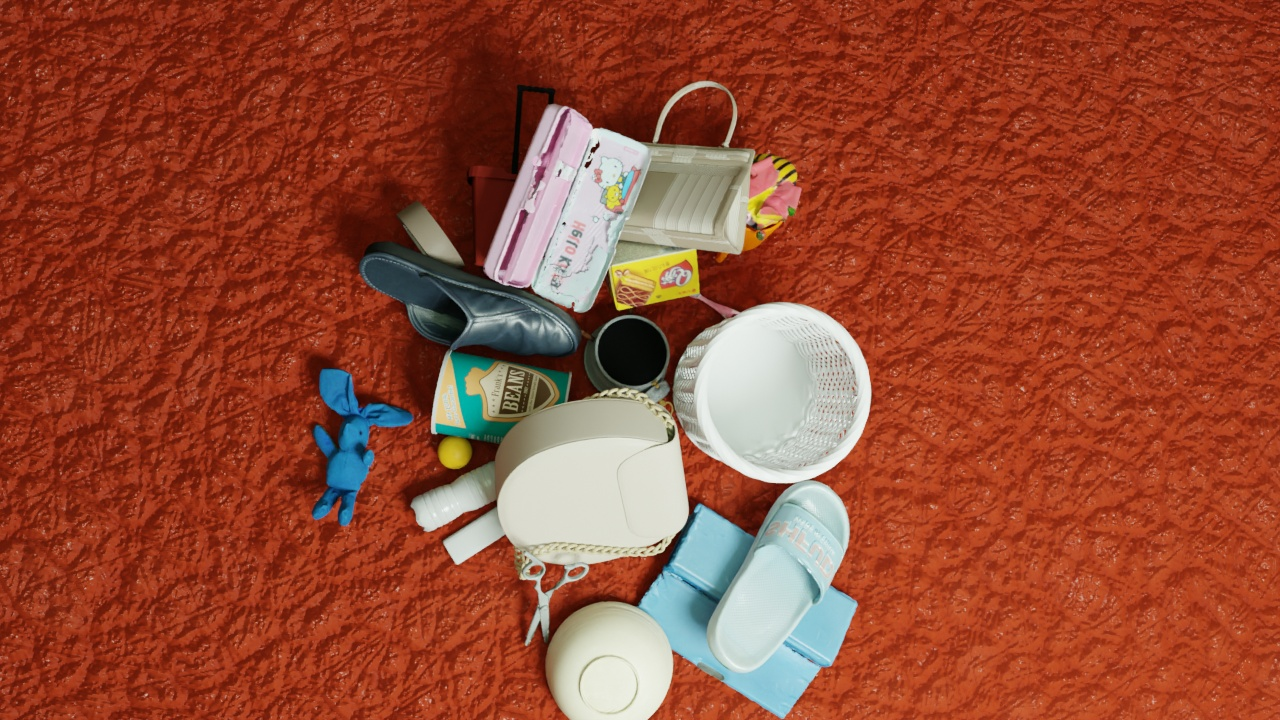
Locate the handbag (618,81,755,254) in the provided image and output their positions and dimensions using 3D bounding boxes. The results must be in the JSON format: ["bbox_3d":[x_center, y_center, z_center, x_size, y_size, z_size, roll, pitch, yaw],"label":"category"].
[{"bbox_3d":[0.050,-0.231,1.054,0.176,0.062,0.197,11,80,29],"label":"handbag"}]

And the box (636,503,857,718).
[{"bbox_3d":[0.125,0.302,1.093,0.231,0.060,0.175,32,82,-3],"label":"box"}]

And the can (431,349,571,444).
[{"bbox_3d":[-0.160,0.049,1.064,0.144,0.099,0.099,11,82,-5],"label":"can"}]

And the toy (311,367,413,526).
[{"bbox_3d":[-0.328,0.104,1.057,0.112,0.071,0.176,9,72,-8],"label":"toy"}]

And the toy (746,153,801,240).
[{"bbox_3d":[0.143,-0.193,1.057,0.084,0.046,0.103,21,79,18],"label":"toy"}]

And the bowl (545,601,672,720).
[{"bbox_3d":[-0.035,0.359,1.047,0.151,0.075,0.150,0,90,-3],"label":"bowl"}]

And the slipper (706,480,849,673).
[{"bbox_3d":[0.167,0.248,1.053,0.104,0.074,0.244,39,67,-1],"label":"slipper"}]

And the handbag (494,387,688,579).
[{"bbox_3d":[-0.054,0.142,1.012,0.208,0.211,0.103,-12,43,-2],"label":"handbag"}]

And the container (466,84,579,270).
[{"bbox_3d":[-0.131,-0.207,1.083,0.148,0.127,0.201,4,93,-7],"label":"container"}]

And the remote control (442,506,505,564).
[{"bbox_3d":[-0.171,0.194,1.091,0.130,0.012,0.033,-32,88,-9],"label":"remote control"}]

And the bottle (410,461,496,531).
[{"bbox_3d":[-0.199,0.154,1.076,0.136,0.044,0.044,-25,87,-9],"label":"bottle"}]

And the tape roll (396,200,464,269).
[{"bbox_3d":[-0.247,-0.141,1.079,0.030,0.094,0.093,-37,89,-9],"label":"tape roll"}]

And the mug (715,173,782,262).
[{"bbox_3d":[0.124,-0.168,1.123,0.077,0.096,0.112,30,81,-3],"label":"mug"}]

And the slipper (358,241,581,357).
[{"bbox_3d":[-0.202,-0.043,1.050,0.265,0.109,0.083,22,57,-10],"label":"slipper"}]

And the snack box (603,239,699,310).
[{"bbox_3d":[0.009,-0.114,1.102,0.105,0.083,0.061,-12,122,-8],"label":"snack box"}]

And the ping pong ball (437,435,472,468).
[{"bbox_3d":[-0.219,0.108,1.081,0.040,0.040,0.040,1,83,-7],"label":"ping pong ball"}]

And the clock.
[{"bbox_3d":[-0.007,0.007,1.109,0.103,0.056,0.148,-32,83,-18],"label":"clock"}]

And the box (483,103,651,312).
[{"bbox_3d":[-0.075,-0.161,0.999,0.101,0.111,0.201,25,96,20],"label":"box"}]

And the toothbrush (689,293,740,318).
[{"bbox_3d":[0.113,-0.056,1.150,0.135,0.016,0.021,32,86,-2],"label":"toothbrush"}]

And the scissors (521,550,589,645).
[{"bbox_3d":[-0.117,0.268,1.031,0.130,0.014,0.153,26,113,-38],"label":"scissors"}]

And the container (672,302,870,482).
[{"bbox_3d":[0.140,0.036,1.049,0.189,0.187,0.189,0,89,-6],"label":"container"}]
